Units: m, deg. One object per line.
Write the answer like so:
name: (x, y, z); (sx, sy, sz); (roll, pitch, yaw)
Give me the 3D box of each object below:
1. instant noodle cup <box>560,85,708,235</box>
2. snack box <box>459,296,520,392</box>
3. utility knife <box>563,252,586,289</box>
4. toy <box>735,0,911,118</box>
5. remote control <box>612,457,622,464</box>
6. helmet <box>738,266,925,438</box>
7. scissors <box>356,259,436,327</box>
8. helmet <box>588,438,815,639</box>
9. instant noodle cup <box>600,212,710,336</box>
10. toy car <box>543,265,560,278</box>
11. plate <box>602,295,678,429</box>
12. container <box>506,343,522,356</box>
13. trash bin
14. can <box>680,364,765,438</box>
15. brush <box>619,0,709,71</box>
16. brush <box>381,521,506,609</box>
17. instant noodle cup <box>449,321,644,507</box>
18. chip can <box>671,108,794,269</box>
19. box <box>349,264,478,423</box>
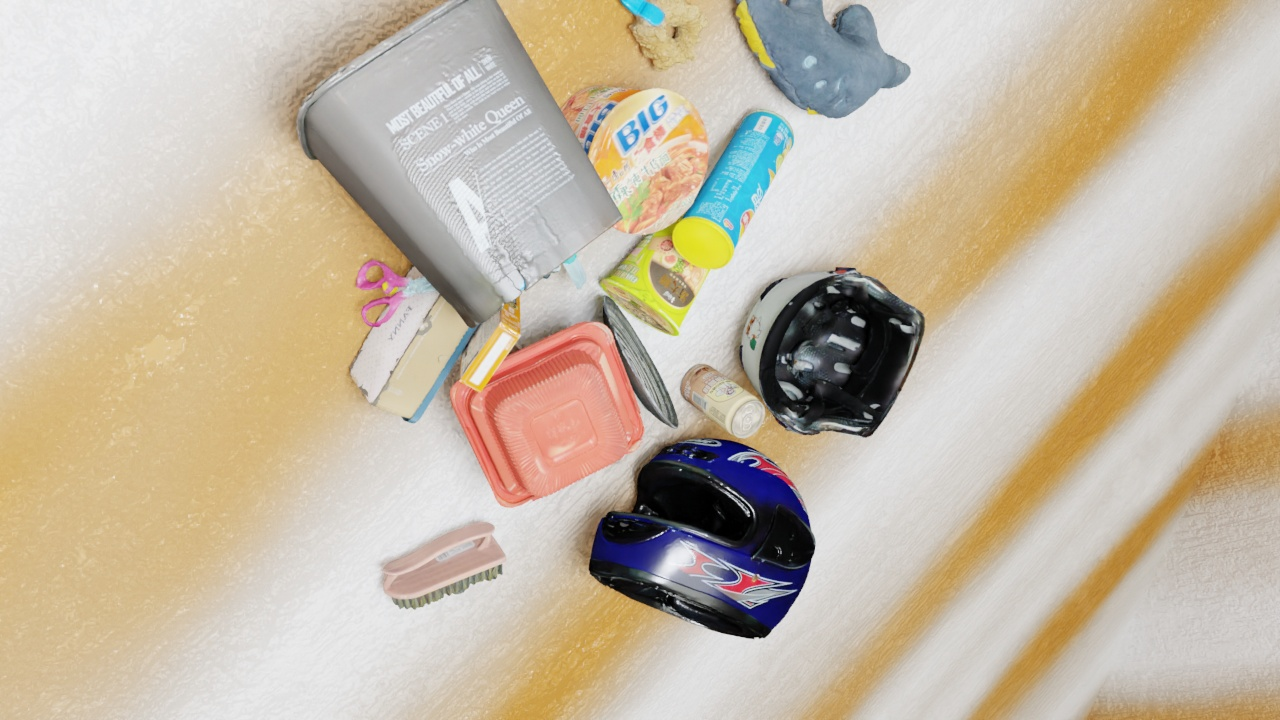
instant noodle cup: (-0.019, -0.221, 0.975); (0.151, 0.111, 0.151); (-17, 124, -28)
snack box: (-0.155, -0.032, 0.949); (0.026, 0.153, 0.075); (32, 106, -20)
utility knife: (-0.102, -0.157, 0.983); (0.029, 0.013, 0.182); (-27, 110, -2)
toy: (0.220, -0.364, 1.098); (0.355, 0.092, 0.137); (7, 82, -40)
remote control: (-0.082, 0.117, 1.173); (0.149, 0.021, 0.058); (-4, 135, -35)
helmet: (0.239, -0.023, 1.248); (0.273, 0.157, 0.230); (12, 104, -30)
scissors: (-0.223, -0.064, 0.902); (0.017, 0.137, 0.073); (12, 80, -68)
helmet: (0.089, 0.220, 1.219); (0.315, 0.248, 0.240); (35, 64, -40)
instant noodle cup: (0.032, -0.110, 1.087); (0.123, 0.112, 0.111); (-56, 133, -8)
toy car: (-0.092, -0.134, 1.021); (0.034, 0.043, 0.091); (29, 102, -9)
plate: (-0.006, 0.006, 1.080); (0.024, 0.179, 0.179); (-29, 132, 8)
container: (-0.131, 0.042, 1.059); (0.090, 0.090, 0.111); (-54, 136, 1)
trash bin: (-0.148, -0.162, 0.799); (0.198, 0.199, 0.220); (-38, 98, -14)
can: (0.108, 0.053, 1.219); (0.058, 0.116, 0.059); (-17, 123, -29)
brush: (-0.018, -0.378, 0.927); (0.254, 0.046, 0.083); (25, 102, -48)
brush: (-0.240, 0.246, 1.109); (0.145, 0.063, 0.073); (-18, 128, -26)
instant noodle cup: (-0.088, 0.064, 0.971); (0.188, 0.079, 0.164); (-27, 112, -11)
chip can: (0.109, -0.199, 1.051); (0.209, 0.071, 0.071); (-60, 140, -34)
box: (-0.231, -0.022, 0.948); (0.061, 0.090, 0.184); (26, 100, -43)
